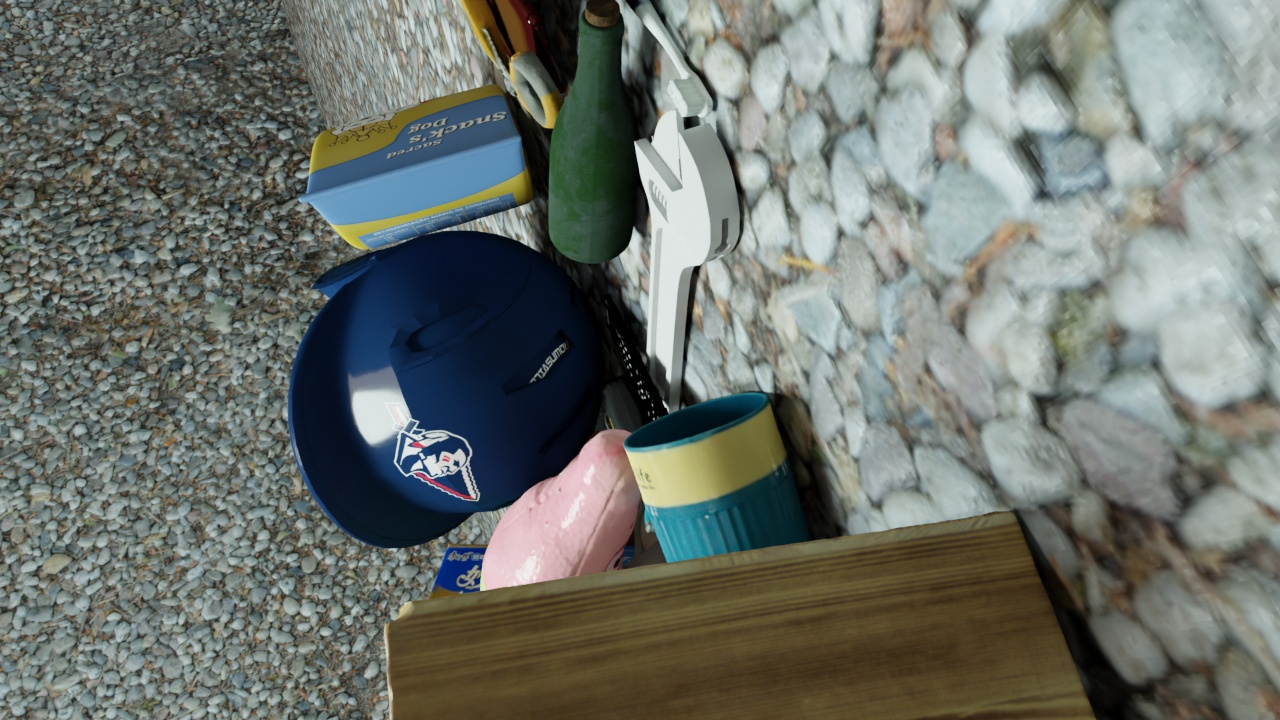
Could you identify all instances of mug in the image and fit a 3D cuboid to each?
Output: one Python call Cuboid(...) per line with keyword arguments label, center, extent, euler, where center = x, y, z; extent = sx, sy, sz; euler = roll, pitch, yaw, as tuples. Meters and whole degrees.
Cuboid(label="mug", center=(0.049, 0.077, 0.513), extent=(0.113, 0.083, 0.107), euler=(-51, -59, -77))

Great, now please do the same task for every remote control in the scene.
Cuboid(label="remote control", center=(-0.004, 0.004, 0.647), extent=(0.140, 0.009, 0.030), euler=(-116, 15, -47))

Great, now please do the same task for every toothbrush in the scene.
Cuboid(label="toothbrush", center=(-0.010, -0.196, 0.475), extent=(0.186, 0.017, 0.012), euler=(63, 147, 21))

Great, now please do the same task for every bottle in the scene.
Cuboid(label="bottle", center=(-0.026, -0.130, 0.530), extent=(0.174, 0.055, 0.055), euler=(98, 147, -57))

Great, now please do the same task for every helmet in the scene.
Cuboid(label="helmet", center=(-0.146, 0.023, 0.724), extent=(0.223, 0.271, 0.232), euler=(9, 135, 43))

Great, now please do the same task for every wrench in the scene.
Cuboid(label="wrench", center=(0.022, -0.033, 0.558), extent=(0.086, 0.018, 0.274), euler=(59, 161, 33))

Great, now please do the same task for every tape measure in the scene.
Cuboid(label="tape measure", center=(-0.011, 0.042, 0.691), extent=(0.061, 0.034, 0.061), euler=(-129, 18, -86))

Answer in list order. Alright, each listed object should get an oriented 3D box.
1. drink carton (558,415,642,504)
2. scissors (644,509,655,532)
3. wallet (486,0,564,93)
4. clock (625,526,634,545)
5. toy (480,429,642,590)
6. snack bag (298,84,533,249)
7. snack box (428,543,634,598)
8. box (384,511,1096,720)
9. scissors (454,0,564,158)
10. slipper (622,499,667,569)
Cuboid(label="drink carton", center=(-0.036, 0.092, 0.799), extent=(0.122, 0.058, 0.040), euler=(33, 140, 63))
Cuboid(label="scissors", center=(0.024, 0.092, 0.585), extent=(0.124, 0.019, 0.153), euler=(38, -156, -55))
Cuboid(label="wallet", center=(-0.085, -0.225, 0.595), extent=(0.091, 0.018, 0.115), euler=(56, 177, 9))
Cuboid(label="clock", center=(-0.017, 0.177, 0.838), extent=(0.096, 0.048, 0.138), euler=(48, 159, 51))
Cuboid(label="toy", center=(-0.050, 0.124, 0.633), extent=(0.191, 0.097, 0.237), euler=(-81, 18, -46))
Cuboid(label="snack bag", center=(-0.166, -0.149, 0.707), extent=(0.205, 0.159, 0.102), euler=(-123, 16, -76))
Cuboid(label="snack box", center=(-0.059, 0.233, 0.778), extent=(0.069, 0.203, 0.155), euler=(-78, -16, -54))
Cuboid(label="box", center=(0.070, 0.260, 0.369), extent=(0.280, 0.283, 0.323), euler=(102, 157, -60))
Cuboid(label="scissors", center=(-0.093, -0.205, 0.618), extent=(0.216, 0.016, 0.225), euler=(58, 176, -14))
Cuboid(label="slipper", center=(0.045, 0.205, 0.608), extent=(0.265, 0.080, 0.113), euler=(61, 146, 27))
